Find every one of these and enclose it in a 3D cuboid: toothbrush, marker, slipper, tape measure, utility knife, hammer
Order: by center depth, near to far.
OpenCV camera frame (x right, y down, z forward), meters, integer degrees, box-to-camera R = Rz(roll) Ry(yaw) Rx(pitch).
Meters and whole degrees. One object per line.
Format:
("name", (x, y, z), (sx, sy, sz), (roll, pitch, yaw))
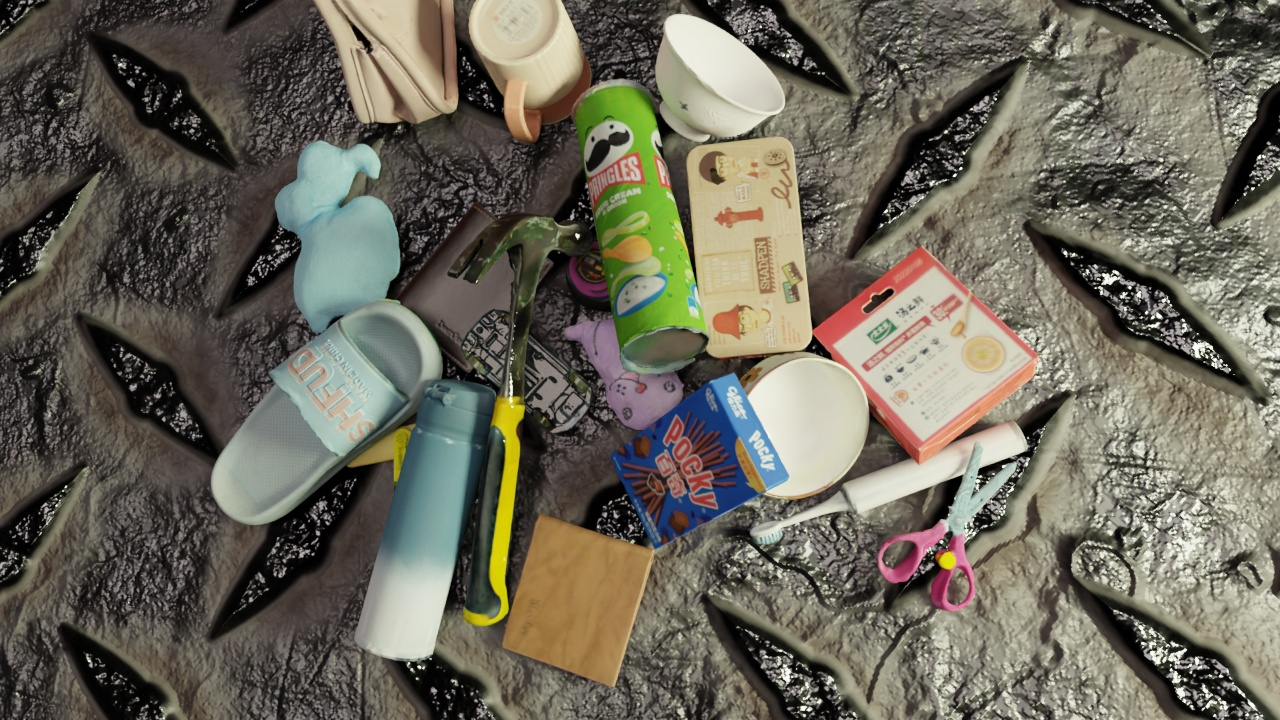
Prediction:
("hammer", (-0.106, 0.049, 0.707), (0.032, 0.126, 0.323), (15, 101, 35))
("toothbrush", (0.190, 0.098, 0.714), (0.221, 0.026, 0.026), (-22, 119, 4))
("slipper", (-0.271, 0.043, 0.756), (0.246, 0.074, 0.104), (-42, 76, 9))
("marker", (-0.197, 0.119, 0.767), (0.018, 0.015, 0.124), (-1, 89, 8))
("tape measure", (-0.034, -0.071, 0.769), (0.057, 0.039, 0.057), (6, 75, 2))
("utility knife", (-0.198, 0.066, 0.781), (0.173, 0.019, 0.031), (-12, 75, 5))

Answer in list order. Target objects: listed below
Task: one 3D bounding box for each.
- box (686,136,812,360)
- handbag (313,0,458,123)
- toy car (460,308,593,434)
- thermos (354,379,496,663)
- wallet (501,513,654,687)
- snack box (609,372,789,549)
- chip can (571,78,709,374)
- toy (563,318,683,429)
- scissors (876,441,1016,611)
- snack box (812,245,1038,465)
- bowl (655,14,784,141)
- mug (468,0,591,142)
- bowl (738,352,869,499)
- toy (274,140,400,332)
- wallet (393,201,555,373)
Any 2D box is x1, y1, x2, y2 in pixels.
("box", (0.085, -0.086, 0.741), (0.091, 0.079, 0.168), (-5, 86, 6))
("handbag", (-0.224, -0.317, 0.736), (0.093, 0.234, 0.193), (-8, 80, 5))
("toy car", (-0.094, 0.009, 0.765), (0.120, 0.037, 0.054), (41, 90, 0))
("thermos", (-0.167, 0.123, 0.732), (0.070, 0.070, 0.220), (16, 90, 10))
("wallet", (-0.051, 0.193, 0.740), (0.101, 0.020, 0.115), (15, 86, 12))
("snack box", (0.038, 0.079, 0.685), (0.026, 0.158, 0.084), (-18, 75, -37))
("chip can", (-0.002, -0.108, 0.726), (0.072, 0.072, 0.235), (-14, 65, 6))
("toy", (-0.004, 0.004, 0.752), (0.084, 0.039, 0.108), (-27, 77, 6))
("scissors", (0.230, 0.121, 0.699), (0.096, 0.017, 0.137), (14, 96, 5))
("snack box", (0.217, -0.005, 0.711), (0.113, 0.044, 0.127), (-38, 63, 1))
("bowl", (0.054, -0.222, 0.761), (0.118, 0.118, 0.065), (50, 129, 12))
("mug", (-0.094, -0.245, 0.771), (0.082, 0.106, 0.114), (8, 82, 10))
("bowl", (0.111, 0.043, 0.707), (0.113, 0.062, 0.113), (-6, 110, -17))
("toy", (-0.262, -0.107, 0.801), (0.156, 0.050, 0.161), (33, 90, 16))
("wallet", (-0.146, -0.063, 0.795), (0.096, 0.020, 0.122), (39, 90, 12))
